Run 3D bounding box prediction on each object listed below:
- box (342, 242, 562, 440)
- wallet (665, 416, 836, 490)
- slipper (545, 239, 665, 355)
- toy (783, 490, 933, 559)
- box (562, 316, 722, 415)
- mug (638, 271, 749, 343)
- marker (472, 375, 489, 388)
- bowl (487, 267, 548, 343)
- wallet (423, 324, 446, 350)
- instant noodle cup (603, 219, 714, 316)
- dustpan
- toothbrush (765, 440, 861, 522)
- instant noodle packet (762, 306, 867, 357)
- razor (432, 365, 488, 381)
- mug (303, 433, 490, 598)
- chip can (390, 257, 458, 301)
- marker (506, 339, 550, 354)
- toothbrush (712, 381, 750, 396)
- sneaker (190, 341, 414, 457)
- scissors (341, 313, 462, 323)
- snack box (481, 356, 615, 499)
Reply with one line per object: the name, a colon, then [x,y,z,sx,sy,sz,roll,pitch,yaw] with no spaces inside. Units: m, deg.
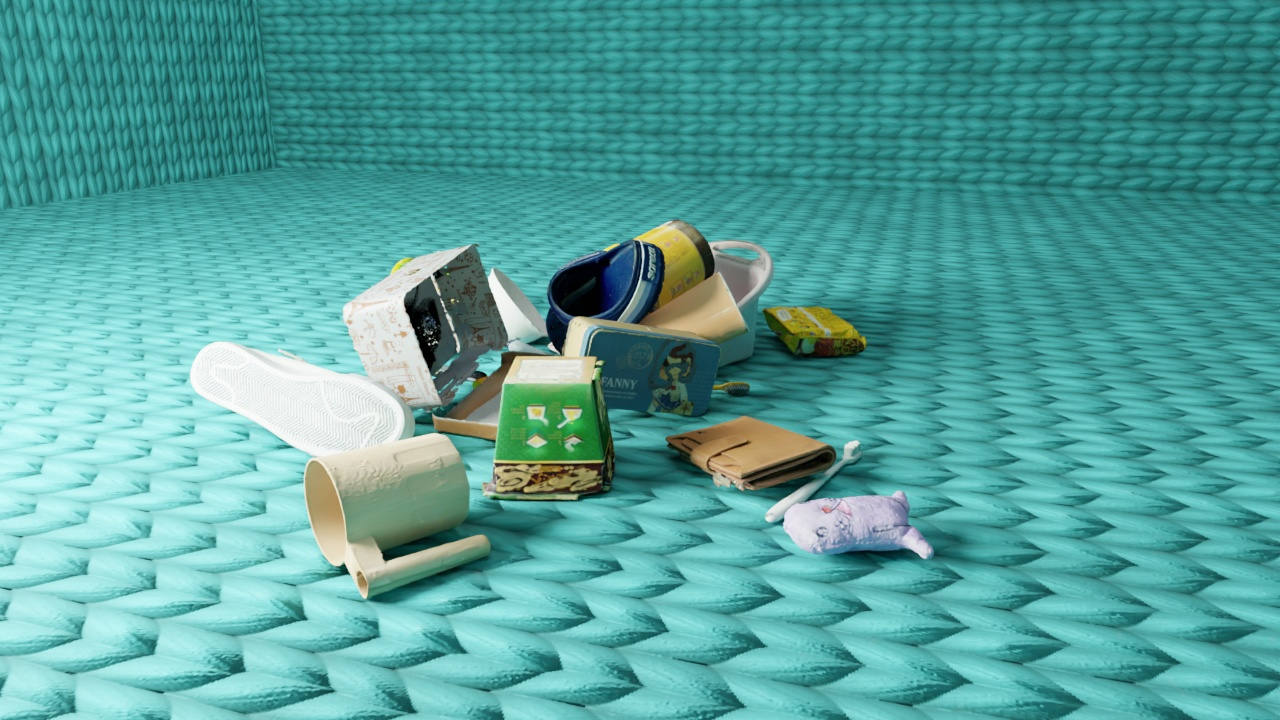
box: [-0.176,-0.029,0.986,0.227,0.157,0.179,7,26,18]
wallet: [0.099,0.084,0.856,0.107,0.031,0.132,-11,14,-26]
slipper: [-0.060,-0.066,1.067,0.095,0.105,0.254,16,-23,-24]
toy: [0.166,0.130,0.715,0.108,0.039,0.083,0,24,-4]
box: [-0.006,0.006,0.968,0.184,0.090,0.059,4,14,-33]
mug: [0.054,-0.042,1.061,0.123,0.078,0.078,-26,16,7]
marker: [-0.155,0.018,1.107,0.018,0.015,0.123,15,20,33]
bowl: [-0.185,-0.061,1.247,0.065,0.118,0.118,-38,18,6]
wallet: [-0.294,-0.029,1.211,0.106,0.037,0.129,2,6,4]
instant noodle cup: [0.022,-0.110,1.145,0.114,0.118,0.119,-37,36,-30]
dustpan: [0.037,-0.074,1.192,0.272,0.139,0.223,-13,23,-36]
toothbrush: [0.158,0.107,0.824,0.016,0.016,0.179,5,18,37]
instant noodle packet: [0.230,-0.041,1.242,0.110,0.044,0.128,3,20,-13]
razor: [-0.245,0.011,1.119,0.143,0.022,0.043,13,-22,26]
mug: [-0.187,0.118,0.709,0.103,0.084,0.124,-12,46,-37]
chip can: [-0.297,-0.106,1.400,0.072,0.073,0.221,-16,24,-41]
marker: [-0.112,0.000,1.129,0.131,0.018,0.022,21,-1,31]
toothbrush: [0.033,0.036,1.049,0.191,0.016,0.018,-2,27,-9]
sneaker: [-0.327,0.047,0.922,0.242,0.089,0.091,17,-8,16]
scissors: [-0.309,-0.056,1.227,0.171,0.012,0.140,1,7,3]
snack box: [-0.082,0.055,0.841,0.117,0.106,0.118,0,17,1]
